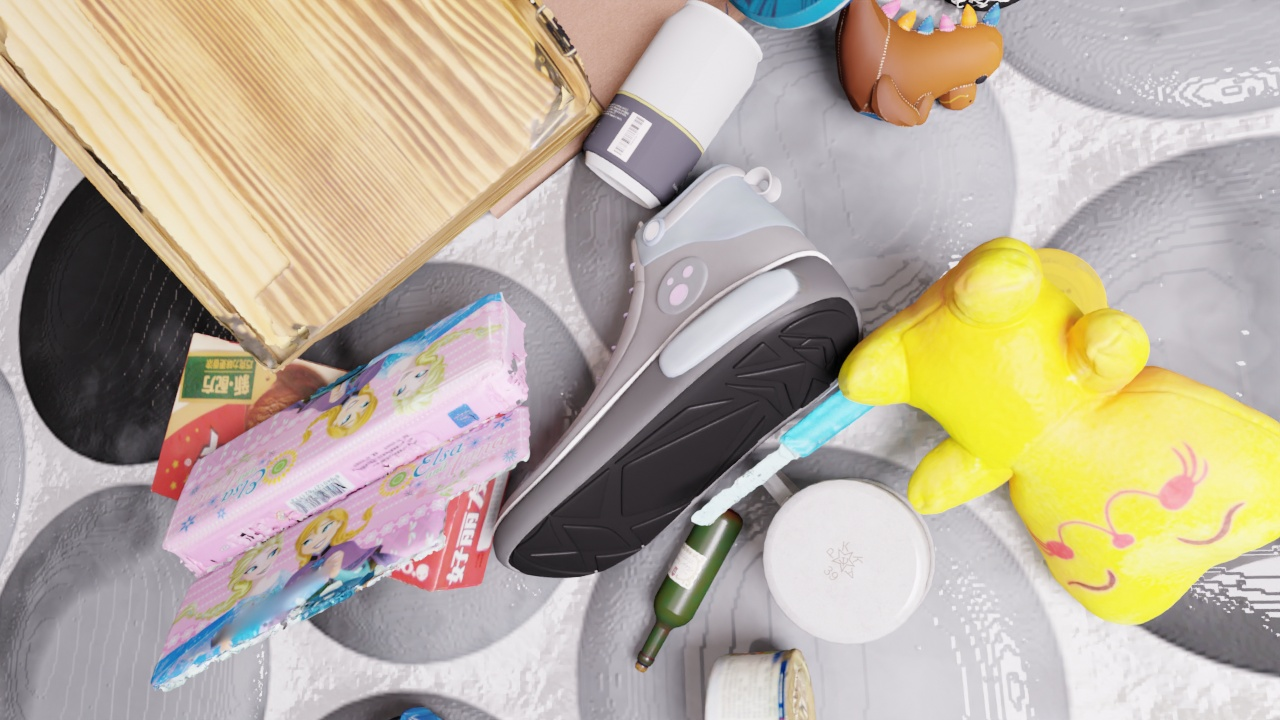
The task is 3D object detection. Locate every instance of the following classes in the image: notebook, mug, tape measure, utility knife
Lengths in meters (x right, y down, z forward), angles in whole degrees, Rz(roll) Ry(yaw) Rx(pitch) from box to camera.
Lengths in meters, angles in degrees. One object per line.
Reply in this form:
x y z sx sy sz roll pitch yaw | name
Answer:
-0.052 -0.213 0.627 0.209 0.008 0.141 -37 70 10 | notebook
0.099 0.093 0.483 0.113 0.070 0.084 44 96 20 | mug
0.211 -0.029 0.486 0.068 0.030 0.059 23 88 19 | tape measure
0.092 0.035 0.489 0.168 0.015 0.022 -33 73 -16 | utility knife

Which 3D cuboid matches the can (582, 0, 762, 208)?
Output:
0.022 -0.159 0.560 0.064 0.064 0.127 36 93 22 | can

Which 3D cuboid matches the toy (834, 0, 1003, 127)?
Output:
0.153 -0.181 0.501 0.090 0.103 0.070 -11 38 3 | toy

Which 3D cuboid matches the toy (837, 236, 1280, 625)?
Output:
0.198 0.031 0.437 0.194 0.087 0.135 39 127 4 | toy

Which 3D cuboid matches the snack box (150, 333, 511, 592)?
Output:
-0.202 0.062 0.602 0.237 0.060 0.113 13 86 22 | snack box

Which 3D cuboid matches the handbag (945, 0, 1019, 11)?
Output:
0.206 -0.251 0.468 0.115 0.153 0.125 35 98 18 | handbag

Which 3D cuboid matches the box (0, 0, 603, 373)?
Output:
-0.191 -0.182 0.521 0.247 0.176 0.279 -37 98 11 | box

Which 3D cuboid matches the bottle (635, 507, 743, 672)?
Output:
0.025 0.131 0.526 0.025 0.025 0.106 29 90 22 | bottle

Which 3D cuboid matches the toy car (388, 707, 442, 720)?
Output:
-0.111 0.254 0.537 0.120 0.056 0.043 37 92 23 | toy car

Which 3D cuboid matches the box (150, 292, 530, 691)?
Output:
-0.162 0.064 0.490 0.231 0.035 0.159 -28 35 11 | box

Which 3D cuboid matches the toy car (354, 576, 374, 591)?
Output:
-0.175 0.110 0.527 0.112 0.047 0.047 -26 94 12 | toy car

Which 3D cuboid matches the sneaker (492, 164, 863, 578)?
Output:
-0.003 0.004 0.537 0.257 0.093 0.160 -42 46 21 | sneaker

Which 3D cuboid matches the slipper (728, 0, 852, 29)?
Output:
0.041 -0.288 0.533 0.294 0.060 0.118 61 144 36 | slipper

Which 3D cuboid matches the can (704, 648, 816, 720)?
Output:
0.064 0.192 0.469 0.043 0.086 0.086 -9 77 18 | can
